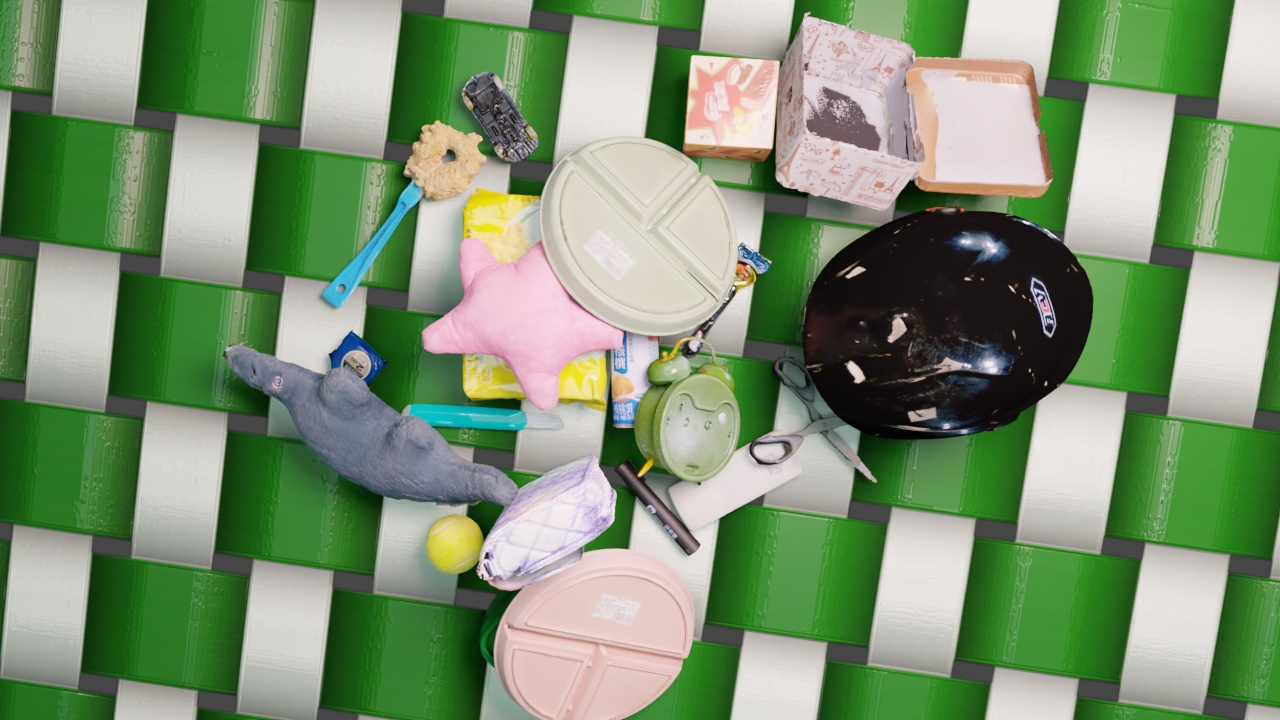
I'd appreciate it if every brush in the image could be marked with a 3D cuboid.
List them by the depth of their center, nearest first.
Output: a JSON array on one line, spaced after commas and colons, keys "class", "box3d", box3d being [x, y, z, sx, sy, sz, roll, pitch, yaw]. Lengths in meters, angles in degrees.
[{"class": "brush", "box3d": [-0.270, -0.163, 1.032, 0.083, 0.046, 0.255, 40, 97, -5]}]

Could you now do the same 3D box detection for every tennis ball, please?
[{"class": "tennis ball", "box3d": [-0.209, 0.207, 1.033, 0.065, 0.065, 0.065, 0, 93, 1]}]

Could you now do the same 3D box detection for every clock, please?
[{"class": "clock", "box3d": [0.052, 0.054, 0.998, 0.116, 0.056, 0.161, 14, 85, -40]}]

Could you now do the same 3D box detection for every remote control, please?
[{"class": "remote control", "box3d": [0.108, 0.135, 1.041, 0.150, 0.021, 0.058, -28, 86, 3]}]

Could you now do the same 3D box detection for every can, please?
[{"class": "can", "box3d": [-0.006, 0.006, 1.022, 0.053, 0.053, 0.134, -2, 93, 2]}]

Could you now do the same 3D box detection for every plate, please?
[{"class": "plate", "box3d": [0.006, -0.138, 0.970, 0.230, 0.028, 0.229, 8, 69, -21]}, {"class": "plate", "box3d": [-0.045, 0.311, 1.005, 0.229, 0.028, 0.230, -6, 112, -15]}]

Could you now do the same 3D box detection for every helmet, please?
[{"class": "helmet", "box3d": [0.296, -0.033, 0.925, 0.275, 0.229, 0.233, -15, 93, 41]}]

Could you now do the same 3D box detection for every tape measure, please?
[{"class": "tape measure", "box3d": [-0.324, 0.003, 1.045, 0.058, 0.025, 0.054, 42, 95, 3]}]

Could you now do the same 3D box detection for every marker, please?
[{"class": "marker", "box3d": [0.020, 0.168, 1.048, 0.022, 0.020, 0.132, -41, 90, -20]}]

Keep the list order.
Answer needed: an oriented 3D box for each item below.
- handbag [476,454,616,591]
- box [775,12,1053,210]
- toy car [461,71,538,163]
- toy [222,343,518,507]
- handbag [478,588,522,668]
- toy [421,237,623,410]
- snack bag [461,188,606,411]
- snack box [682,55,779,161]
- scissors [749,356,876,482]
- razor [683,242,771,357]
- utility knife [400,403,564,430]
[{"class": "handbag", "box3d": [-0.093, 0.167, 0.963, 0.134, 0.194, 0.075, -28, 93, 3]}, {"class": "box", "box3d": [0.278, -0.244, 0.946, 0.262, 0.088, 0.177, 10, 59, -8]}, {"class": "toy car", "box3d": [-0.156, -0.270, 1.022, 0.049, 0.031, 0.105, -33, 93, 2]}, {"class": "toy", "box3d": [-0.292, 0.084, 0.998, 0.356, 0.138, 0.091, 27, 58, 6]}, {"class": "handbag", "box3d": [-0.111, 0.303, 1.040, 0.131, 0.068, 0.120, -45, 102, 1]}, {"class": "toy", "box3d": [-0.109, -0.051, 0.946, 0.194, 0.075, 0.178, 26, 83, -2]}, {"class": "snack bag", "box3d": [-0.115, -0.067, 1.014, 0.158, 0.068, 0.246, 1, 93, 2]}, {"class": "snack box", "box3d": [0.096, -0.270, 0.992, 0.094, 0.077, 0.093, 5, 93, 2]}, {"class": "scissors", "box3d": [0.203, 0.068, 1.030, 0.177, 0.014, 0.159, -10, 82, -9]}, {"class": "razor", "box3d": [0.091, -0.064, 1.032, 0.042, 0.022, 0.143, 34, 94, 2]}, {"class": "utility knife", "box3d": [-0.183, 0.067, 1.050, 0.193, 0.013, 0.029, 3, 95, 3]}]
